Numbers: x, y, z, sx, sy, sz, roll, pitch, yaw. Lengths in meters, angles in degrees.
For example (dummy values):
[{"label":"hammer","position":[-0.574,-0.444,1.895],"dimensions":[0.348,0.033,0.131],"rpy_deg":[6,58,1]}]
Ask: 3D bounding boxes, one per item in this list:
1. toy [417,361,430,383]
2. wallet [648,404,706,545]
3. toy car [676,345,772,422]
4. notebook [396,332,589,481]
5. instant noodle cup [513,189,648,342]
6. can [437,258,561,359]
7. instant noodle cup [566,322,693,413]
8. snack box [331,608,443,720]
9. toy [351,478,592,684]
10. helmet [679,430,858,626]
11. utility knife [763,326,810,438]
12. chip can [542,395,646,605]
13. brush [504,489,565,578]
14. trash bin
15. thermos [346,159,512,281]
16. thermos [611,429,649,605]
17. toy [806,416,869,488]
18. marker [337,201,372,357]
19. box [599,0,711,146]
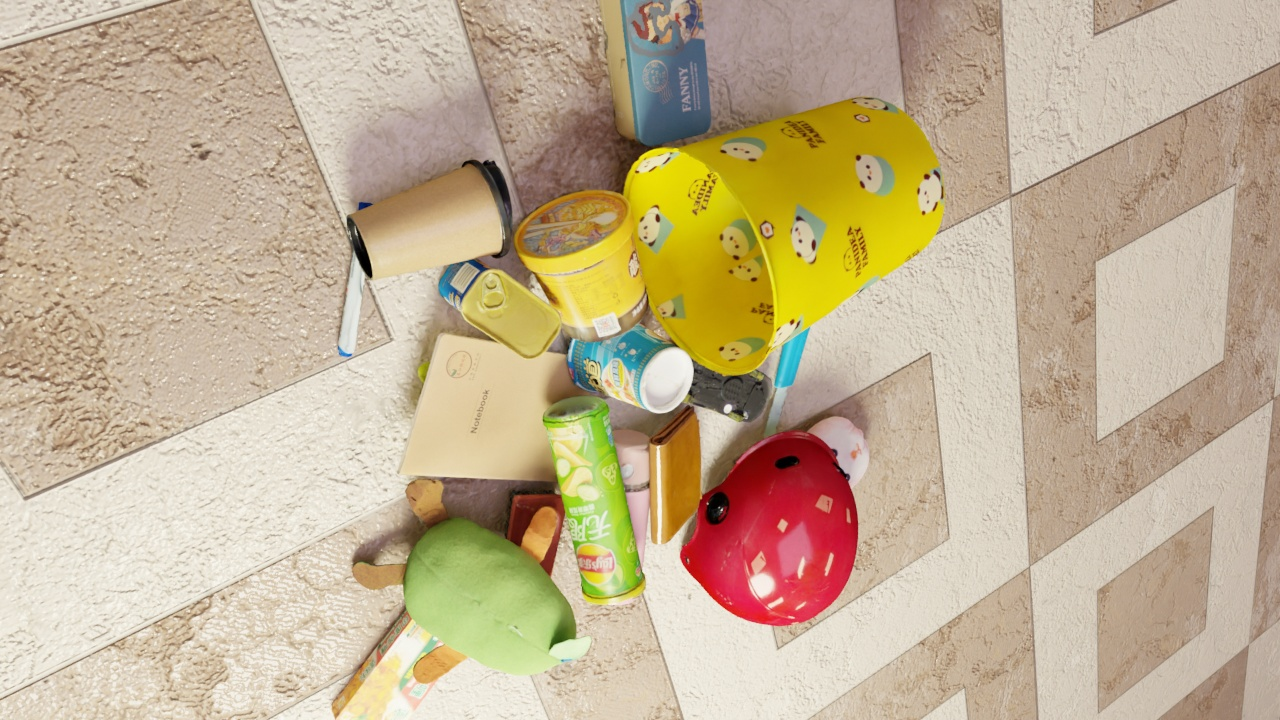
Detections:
[{"label":"toy","position":[-0.188,0.034,0.924],"dimensions":[0.096,0.031,0.100],"rpy_deg":[19,97,-41]},{"label":"wallet","position":[0.045,0.128,1.057],"dimensions":[0.118,0.035,0.131],"rpy_deg":[-41,135,-56]},{"label":"toy car","position":[0.090,0.027,1.076],"dimensions":[0.158,0.042,0.070],"rpy_deg":[24,95,-34]},{"label":"notebook","position":[-0.140,0.055,0.948],"dimensions":[0.207,0.008,0.148],"rpy_deg":[10,102,-45]},{"label":"instant noodle cup","position":[-0.051,-0.090,0.910],"dimensions":[0.118,0.118,0.114],"rpy_deg":[-33,128,-16]},{"label":"can","position":[-0.138,-0.054,0.888],"dimensions":[0.102,0.083,0.057],"rpy_deg":[36,88,-34]},{"label":"instant noodle cup","position":[-0.006,0.006,0.962],"dimensions":[0.099,0.110,0.099],"rpy_deg":[-18,119,-36]},{"label":"snack box","position":[-0.258,0.335,1.002],"dimensions":[0.077,0.027,0.155],"rpy_deg":[39,87,-34]},{"label":"toy","position":[-0.167,0.238,0.945],"dimensions":[0.246,0.090,0.227],"rpy_deg":[38,94,-2]},{"label":"helmet","position":[0.178,0.220,1.109],"dimensions":[0.206,0.144,0.240],"rpy_deg":[12,112,-26]},{"label":"utility knife","position":[0.184,0.000,1.133],"dimensions":[0.034,0.018,0.218],"rpy_deg":[5,105,-33]},{"label":"chip can","position":[-0.049,0.147,0.978],"dimensions":[0.072,0.073,0.221],"rpy_deg":[-17,103,-24]},{"label":"brush","position":[-0.120,0.217,1.011],"dimensions":[0.063,0.069,0.146],"rpy_deg":[4,106,-30]},{"label":"trash bin","position":[0.149,-0.141,0.925],"dimensions":[0.254,0.230,0.230],"rpy_deg":[-27,120,-26]},{"label":"thermos","position":[-0.185,-0.123,0.827],"dimensions":[0.143,0.093,0.093],"rpy_deg":[-22,118,-24]},{"label":"thermos","position":[-0.033,0.178,1.054],"dimensions":[0.087,0.067,0.199],"rpy_deg":[4,109,0]},{"label":"toy","position":[0.229,0.144,1.198],"dimensions":[0.159,0.054,0.121],"rpy_deg":[-37,122,-3]},{"label":"marker","position":[-0.263,-0.074,0.849],"dimensions":[0.016,0.017,0.146],"rpy_deg":[5,106,-31]},{"label":"box","position":[0.015,-0.297,0.899],"dimensions":[0.089,0.061,0.184],"rpy_deg":[-20,116,-21]}]
